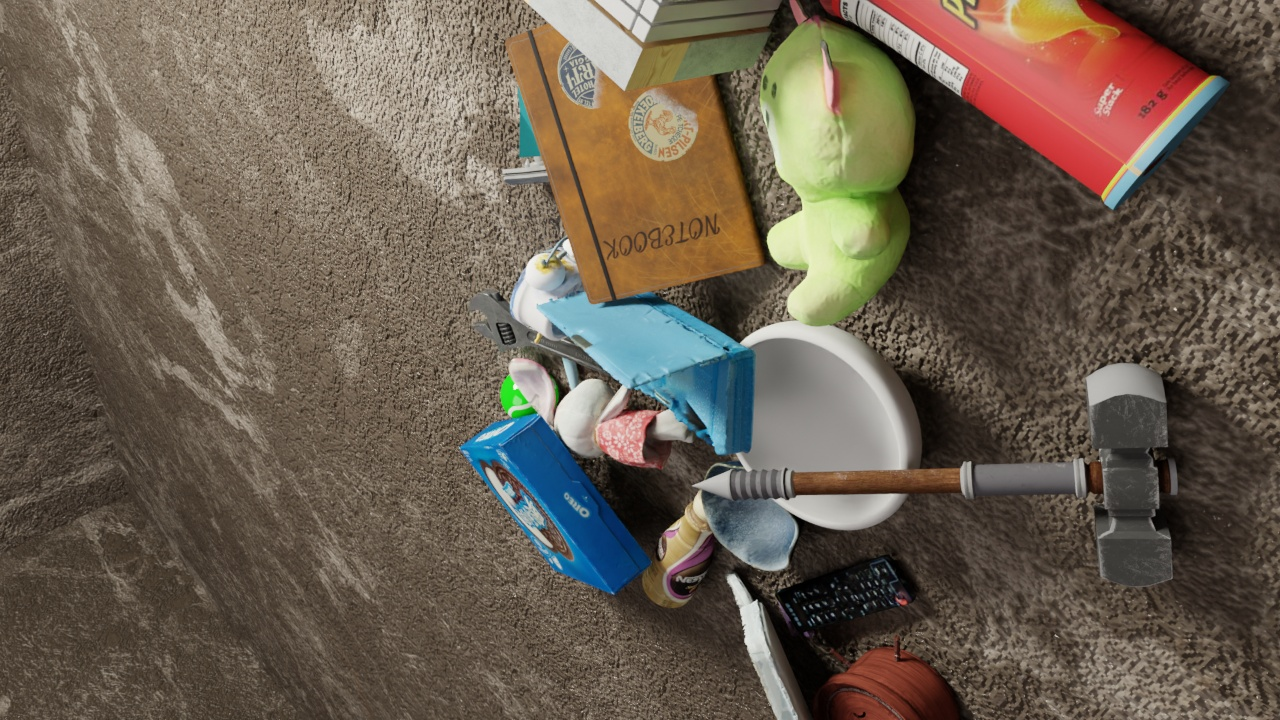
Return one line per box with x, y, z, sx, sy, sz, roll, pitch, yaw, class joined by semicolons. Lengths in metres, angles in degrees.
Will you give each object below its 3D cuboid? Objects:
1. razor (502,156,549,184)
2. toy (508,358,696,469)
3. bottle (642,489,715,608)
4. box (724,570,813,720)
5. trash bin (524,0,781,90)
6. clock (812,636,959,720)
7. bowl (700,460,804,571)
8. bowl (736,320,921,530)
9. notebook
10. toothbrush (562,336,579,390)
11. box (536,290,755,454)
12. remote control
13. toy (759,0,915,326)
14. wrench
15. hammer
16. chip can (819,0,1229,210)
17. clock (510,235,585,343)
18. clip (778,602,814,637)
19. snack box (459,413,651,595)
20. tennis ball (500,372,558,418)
-0.098;-0.227;0.866;0.088;0.047;0.116;7;110;45;razor
-0.037;0.061;0.927;0.195;0.084;0.159;5;142;34;toy
0.050;0.190;0.944;0.059;0.059;0.166;42;136;22;bottle
0.138;0.318;0.881;0.191;0.045;0.209;-110;-3;-84;box
0.035;-0.319;0.558;0.142;0.142;0.248;46;134;17;trash bin
0.232;0.332;0.823;0.157;0.072;0.121;58;141;4;clock
0.112;0.133;0.844;0.110;0.055;0.110;26;131;35;bowl
0.152;0.044;0.736;0.177;0.066;0.177;26;130;35;bowl
-0.013;-0.179;0.759;0.179;0.014;0.249;-11;106;22;notebook
-0.071;0.023;1.008;0.022;0.016;0.155;16;124;53;toothbrush
-0.006;0.004;0.782;0.231;0.111;0.094;-141;46;-59;box
0.186;0.213;0.841;0.047;0.022;0.151;58;140;4;remote control
0.134;-0.134;0.616;0.150;0.107;0.197;-96;7;-53;toy
-0.081;-0.015;0.971;0.273;0.018;0.073;20;127;29;wrench
0.190;0.085;0.644;0.323;0.042;0.156;-5;111;24;hammer
0.208;-0.183;0.520;0.213;0.086;0.087;44;139;18;chip can
-0.080;-0.076;0.897;0.052;0.088;0.126;36;138;20;clock
0.156;0.255;0.907;0.043;0.014;0.051;16;126;41;clip
-0.102;0.155;1.016;0.195;0.056;0.239;54;159;-7;snack box
-0.125;0.039;1.035;0.065;0.065;0.065;26;130;35;tennis ball
